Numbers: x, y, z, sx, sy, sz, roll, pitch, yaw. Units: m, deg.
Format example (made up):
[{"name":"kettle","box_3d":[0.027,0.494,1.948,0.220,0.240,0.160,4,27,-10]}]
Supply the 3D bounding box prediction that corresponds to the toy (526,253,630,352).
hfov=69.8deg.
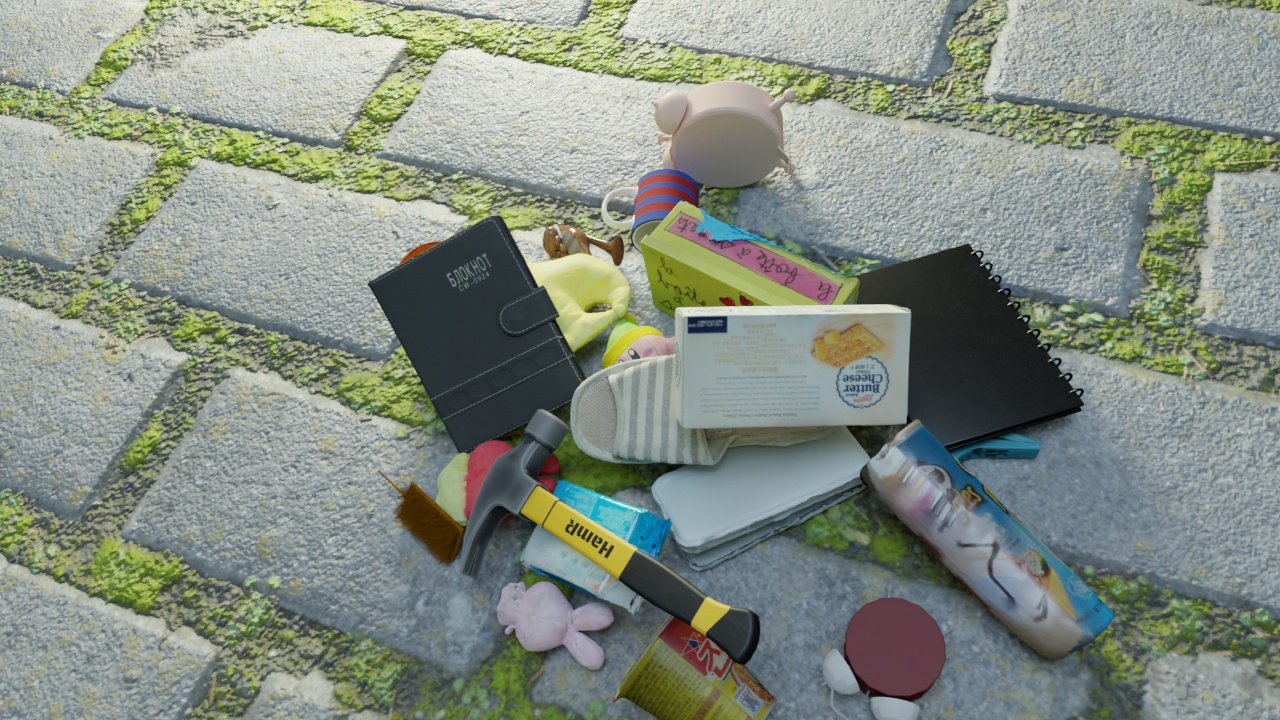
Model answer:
[{"name":"toy","box_3d":[-0.096,-0.062,1.027,0.170,0.065,0.155,-40,52,-17]}]

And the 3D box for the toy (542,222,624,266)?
[{"name":"toy","box_3d":[-0.074,-0.138,1.088,0.102,0.042,0.054,26,44,31]}]

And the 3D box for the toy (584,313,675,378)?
[{"name":"toy","box_3d":[-0.006,0.006,0.981,0.124,0.096,0.131,-46,71,16]}]

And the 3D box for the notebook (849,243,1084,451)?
[{"name":"notebook","box_3d":[0.322,-0.020,0.945,0.169,0.019,0.231,-16,52,-4]}]

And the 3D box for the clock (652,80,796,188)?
[{"name":"clock","box_3d":[0.099,-0.255,1.074,0.160,0.131,0.086,6,60,12]}]

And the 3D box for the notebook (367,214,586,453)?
[{"name":"notebook","box_3d":[-0.165,-0.025,0.954,0.170,0.029,0.209,-26,100,11]}]

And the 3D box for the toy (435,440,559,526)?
[{"name":"toy","box_3d":[-0.148,0.125,0.937,0.135,0.045,0.091,-12,60,8]}]

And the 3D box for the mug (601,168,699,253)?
[{"name":"mug","box_3d":[0.011,-0.173,1.066,0.112,0.075,0.076,10,59,-8]}]

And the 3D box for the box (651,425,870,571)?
[{"name":"box","box_3d":[0.120,0.119,0.895,0.213,0.063,0.118,-23,56,-4]}]

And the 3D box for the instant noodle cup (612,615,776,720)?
[{"name":"instant noodle cup","box_3d":[0.054,0.280,0.788,0.112,0.100,0.100,34,70,17]}]

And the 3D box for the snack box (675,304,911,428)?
[{"name":"snack box","box_3d":[0.136,0.004,0.835,0.208,0.057,0.104,-1,99,-5]}]

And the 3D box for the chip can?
[{"name":"chip can","box_3d":[0.298,0.158,0.808,0.079,0.080,0.229,-37,69,-13]}]

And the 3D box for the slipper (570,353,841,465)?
[{"name":"slipper","box_3d":[0.066,0.045,0.892,0.273,0.054,0.114,-6,81,4]}]

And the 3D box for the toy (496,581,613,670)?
[{"name":"toy","box_3d":[-0.079,0.243,0.854,0.110,0.047,0.063,18,85,14]}]

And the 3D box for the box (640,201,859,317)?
[{"name":"box","box_3d":[0.112,-0.069,0.968,0.221,0.124,0.079,28,65,22]}]

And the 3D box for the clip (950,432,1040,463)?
[{"name":"clip","box_3d":[0.311,0.082,0.900,0.118,0.033,0.120,-36,59,-16]}]

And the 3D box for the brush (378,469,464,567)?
[{"name":"brush","box_3d":[-0.231,0.153,0.936,0.126,0.048,0.017,36,29,26]}]

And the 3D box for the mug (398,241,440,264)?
[{"name":"mug","box_3d":[-0.219,-0.070,1.031,0.082,0.105,0.082,-4,58,6]}]

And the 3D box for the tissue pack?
[{"name":"tissue pack","box_3d":[-0.040,0.175,0.862,0.145,0.061,0.092,12,68,38]}]

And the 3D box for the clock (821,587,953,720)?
[{"name":"clock","box_3d":[0.213,0.261,0.796,0.087,0.044,0.124,31,68,24]}]

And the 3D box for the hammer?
[{"name":"hammer","box_3d":[-0.031,0.170,0.799,0.325,0.034,0.169,24,77,39]}]
